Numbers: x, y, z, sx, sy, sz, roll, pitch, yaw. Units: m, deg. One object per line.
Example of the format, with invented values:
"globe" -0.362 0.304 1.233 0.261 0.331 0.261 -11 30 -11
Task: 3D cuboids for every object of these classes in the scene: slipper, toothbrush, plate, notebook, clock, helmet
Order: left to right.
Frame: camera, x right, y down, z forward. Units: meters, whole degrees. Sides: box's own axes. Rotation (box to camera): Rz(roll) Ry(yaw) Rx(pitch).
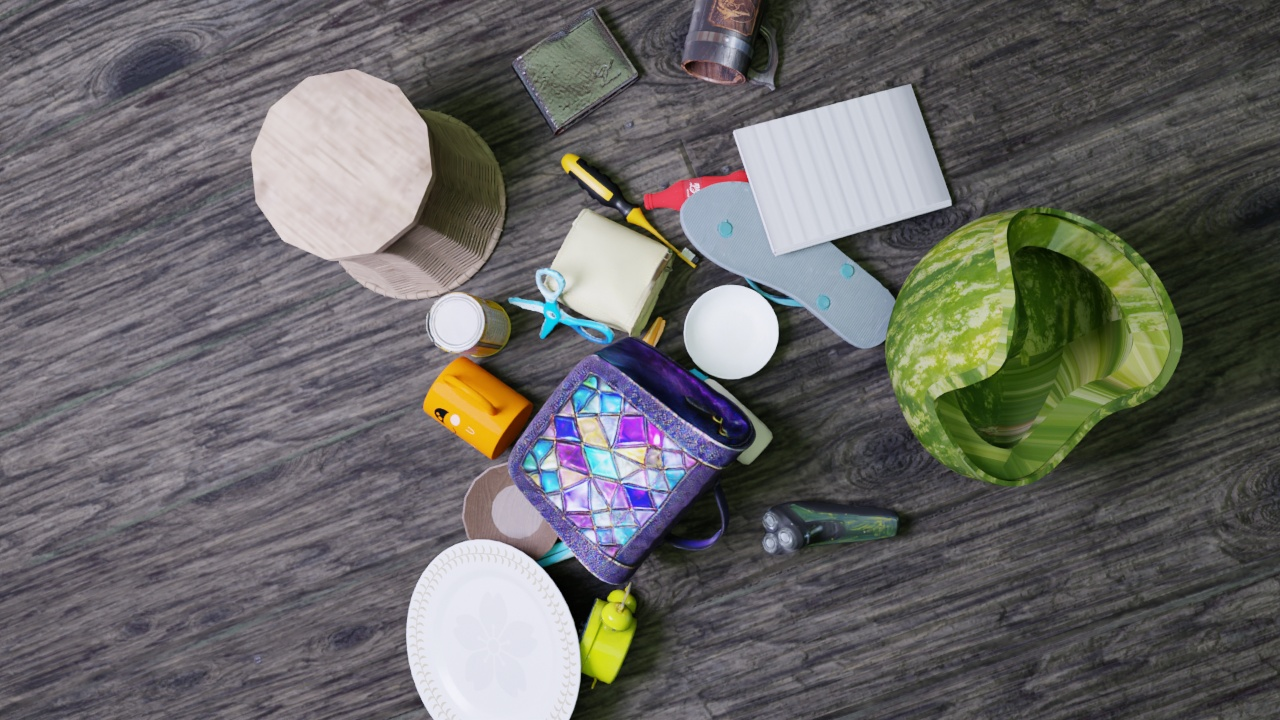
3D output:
"plate" -0.165 0.320 1.021 0.243 0.016 0.242 0 90 30
"clock" -0.038 0.296 1.005 0.057 0.083 0.119 23 94 2
"toothbrush" -0.012 -0.170 1.044 0.196 0.031 0.031 40 104 3
"plate" 0.101 -0.031 1.024 0.104 0.026 0.104 0 89 7
"slipper" 0.166 -0.111 1.013 0.269 0.055 0.098 31 90 -4
"notebook" 0.220 -0.208 0.995 0.209 0.009 0.142 -17 85 -9
"helmet" 0.350 -0.017 0.885 0.213 0.248 0.242 5 49 -12

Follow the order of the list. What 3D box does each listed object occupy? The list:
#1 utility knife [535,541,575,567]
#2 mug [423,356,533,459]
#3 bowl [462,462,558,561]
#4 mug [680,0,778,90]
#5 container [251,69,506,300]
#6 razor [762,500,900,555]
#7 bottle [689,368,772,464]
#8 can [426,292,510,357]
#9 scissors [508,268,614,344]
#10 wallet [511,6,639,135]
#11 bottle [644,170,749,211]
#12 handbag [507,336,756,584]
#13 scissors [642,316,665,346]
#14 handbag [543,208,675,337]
"utility knife" -0.145 0.243 1.056 0.181 0.015 0.022 -25 82 9
"mug" -0.181 0.048 1.017 0.096 0.113 0.077 34 74 7
"bowl" -0.143 0.174 1.048 0.118 0.030 0.118 0 88 8
"mug" 0.110 -0.365 1.015 0.115 0.080 0.107 14 91 -19
"container" -0.282 -0.189 0.994 0.227 0.196 0.227 0 88 7
"razor" 0.206 0.181 0.986 0.151 0.067 0.054 -1 103 -1
"bottle" 0.078 0.052 1.012 0.146 0.051 0.051 42 94 7
"can" -0.190 -0.039 1.024 0.068 0.105 0.067 0 88 7
"scissors" -0.085 -0.050 1.008 0.137 0.134 0.011 31 57 -2
"wallet" -0.076 -0.334 1.057 0.120 0.031 0.099 -32 88 4
"bottle" 0.064 -0.187 1.029 0.119 0.036 0.036 -7 87 8
"handbag" -0.001 0.110 0.958 0.222 0.125 0.205 42 112 8
"scissors" -0.004 0.007 1.044 0.064 0.013 0.128 33 94 6
"handbag" -0.031 -0.095 1.021 0.119 0.081 0.111 25 84 9
